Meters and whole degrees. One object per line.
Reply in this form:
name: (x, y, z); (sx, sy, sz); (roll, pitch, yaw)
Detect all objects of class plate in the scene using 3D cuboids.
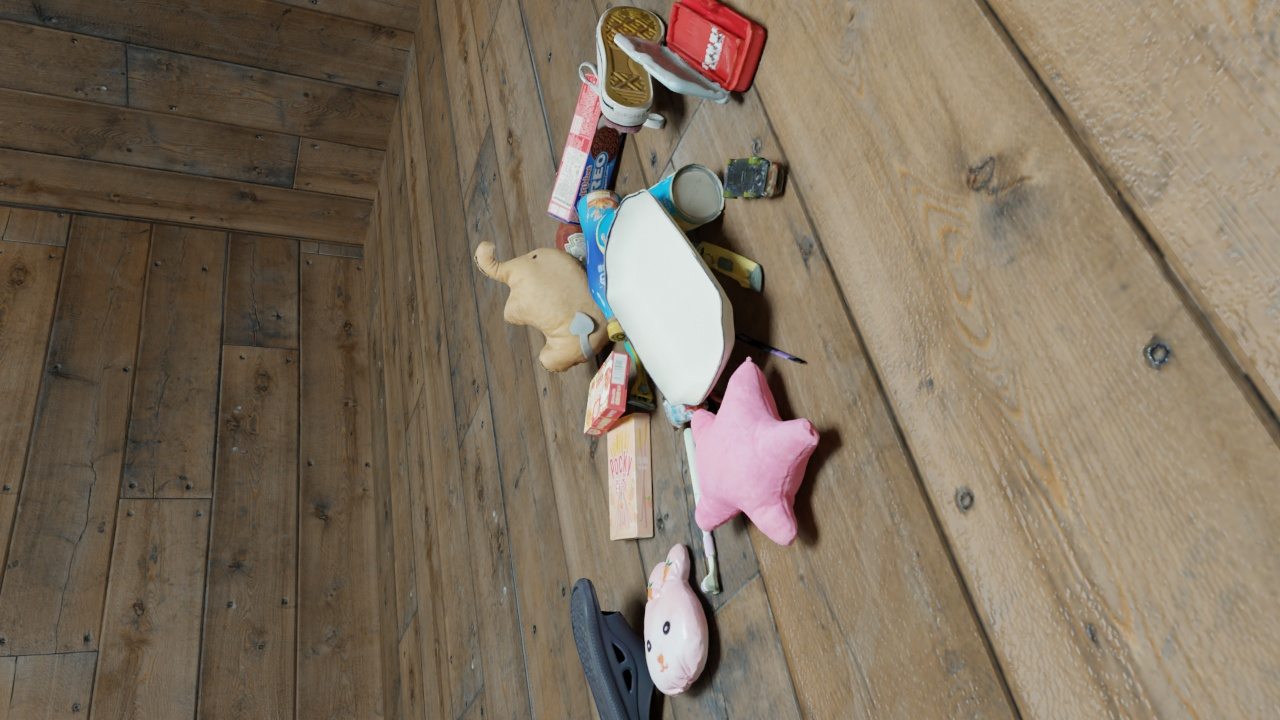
plate: (0.031, -0.070, 0.995); (0.265, 0.034, 0.162); (59, 141, 39)

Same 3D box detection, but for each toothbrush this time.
toothbrush: (0.066, 0.163, 1.020); (0.020, 0.029, 0.189); (-16, 63, 19)
toothbrush: (0.115, -0.021, 0.949); (0.189, 0.014, 0.017); (-152, 63, -62)

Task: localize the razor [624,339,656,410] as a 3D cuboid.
razor: (-0.007, 0.007, 1.188); (0.028, 0.043, 0.132); (-54, 33, 35)

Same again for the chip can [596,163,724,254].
chip can: (0.018, -0.173, 1.111); (0.211, 0.071, 0.071); (165, 107, -64)

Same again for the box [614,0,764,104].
box: (0.051, -0.366, 1.042); (0.201, 0.100, 0.095); (-123, 44, -51)

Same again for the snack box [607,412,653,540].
snack box: (-0.014, 0.151, 1.183); (0.085, 0.026, 0.157); (152, 119, -61)

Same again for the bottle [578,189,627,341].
bottle: (-0.042, -0.127, 1.241); (0.065, 0.065, 0.218); (132, 136, -53)

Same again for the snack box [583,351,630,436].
snack box: (-0.044, 0.046, 1.188); (0.153, 0.025, 0.075); (130, 149, -69)

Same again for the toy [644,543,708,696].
toy: (0.036, 0.290, 1.030); (0.122, 0.054, 0.159); (121, 152, -43)

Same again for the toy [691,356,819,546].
toy: (0.107, 0.084, 0.880); (0.195, 0.074, 0.178); (-11, 77, 61)

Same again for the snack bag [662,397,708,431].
snack bag: (0.048, 0.055, 1.031); (0.045, 0.026, 0.105); (69, 159, 3)

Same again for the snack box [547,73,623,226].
snack box: (-0.072, -0.296, 1.305); (0.058, 0.057, 0.208); (31, 109, 42)

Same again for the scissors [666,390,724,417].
scissors: (0.069, 0.022, 1.025); (0.226, 0.015, 0.188); (110, 145, -47)

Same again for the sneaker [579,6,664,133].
sneaker: (-0.019, -0.363, 1.176); (0.088, 0.118, 0.240); (109, 167, -51)

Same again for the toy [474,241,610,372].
toy: (-0.132, -0.095, 1.297); (0.226, 0.143, 0.082); (50, 180, 7)

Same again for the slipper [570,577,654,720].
slipper: (-0.019, 0.387, 1.113); (0.111, 0.083, 0.268); (159, 95, -72)

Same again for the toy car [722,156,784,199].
toy car: (0.114, -0.187, 0.951); (0.090, 0.035, 0.042); (-157, 74, -64)

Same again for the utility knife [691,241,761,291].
utility knife: (0.091, -0.109, 1.019); (0.178, 0.019, 0.031); (-138, 62, -65)

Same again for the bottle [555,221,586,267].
bottle: (-0.101, -0.193, 1.388); (0.060, 0.059, 0.205); (138, 131, -56)
